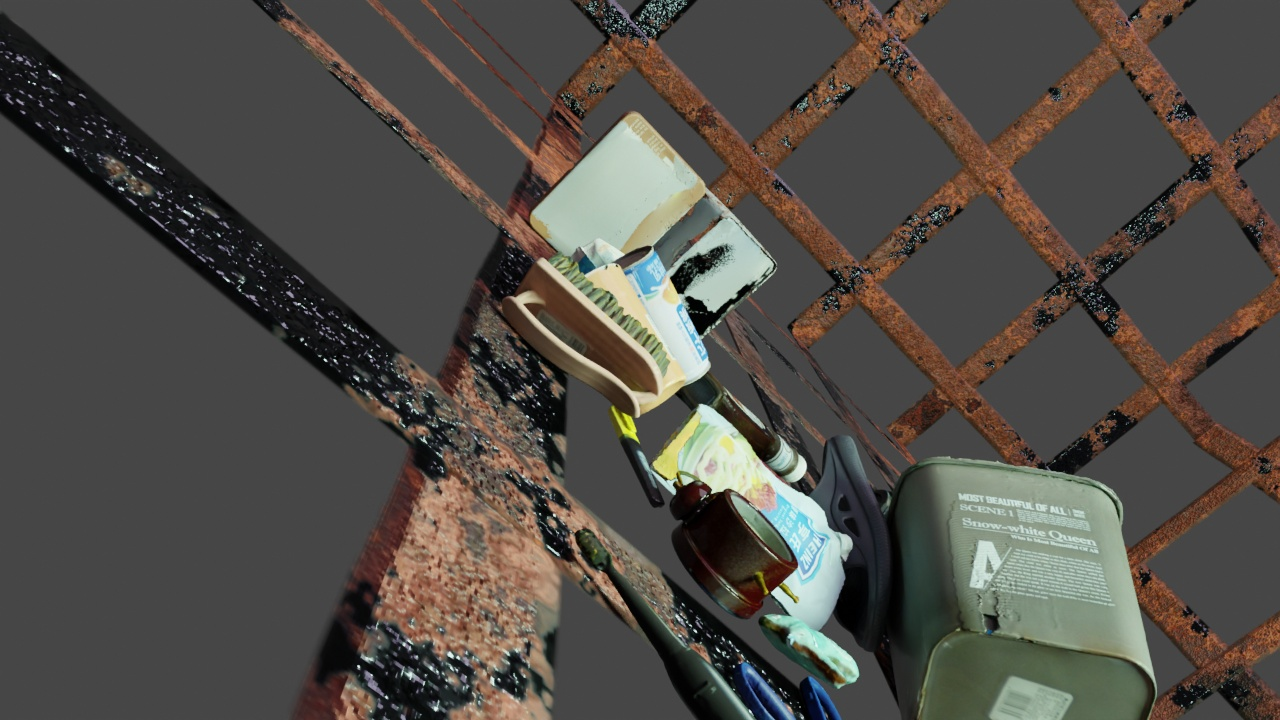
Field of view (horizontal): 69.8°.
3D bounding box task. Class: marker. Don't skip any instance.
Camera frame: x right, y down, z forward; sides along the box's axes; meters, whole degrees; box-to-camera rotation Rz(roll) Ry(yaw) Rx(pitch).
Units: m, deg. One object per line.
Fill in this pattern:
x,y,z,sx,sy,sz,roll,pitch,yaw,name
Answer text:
-0.003,0.072,0.712,0.018,0.015,0.124,33,17,-33,marker

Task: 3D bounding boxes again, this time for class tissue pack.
-0.017,-0.064,0.982,0.140,0.063,0.090,28,24,-53,tissue pack

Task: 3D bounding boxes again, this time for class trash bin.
0.300,0.219,0.752,0.199,0.199,0.219,7,23,12,trash bin

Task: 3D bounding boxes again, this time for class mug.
-0.016,-0.016,0.821,0.122,0.078,0.078,54,14,11,mug

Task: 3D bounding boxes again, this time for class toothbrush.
0.032,0.173,0.485,0.212,0.026,0.027,50,1,15,toothbrush

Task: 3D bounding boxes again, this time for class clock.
0.061,0.127,0.660,0.082,0.055,0.122,30,19,-53,clock

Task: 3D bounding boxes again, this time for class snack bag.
0.097,0.126,0.758,0.191,0.039,0.110,44,37,-1,snack bag

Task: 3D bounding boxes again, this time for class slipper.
0.183,0.170,0.884,0.267,0.083,0.111,-85,174,-60,slipper

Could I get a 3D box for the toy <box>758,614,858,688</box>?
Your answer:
0.123,0.210,0.656,0.092,0.030,0.096,35,-2,-33,toy

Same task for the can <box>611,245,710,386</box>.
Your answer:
0.018,-0.041,0.895,0.134,0.053,0.053,62,7,-19,can

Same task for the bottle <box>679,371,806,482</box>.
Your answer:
0.125,0.083,1.048,0.195,0.044,0.080,39,7,-36,bottle

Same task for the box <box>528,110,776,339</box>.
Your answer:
0.018,-0.142,1.088,0.272,0.178,0.106,40,13,-33,box

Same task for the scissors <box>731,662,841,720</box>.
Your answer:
0.114,0.247,0.562,0.162,0.012,0.175,45,13,-11,scissors

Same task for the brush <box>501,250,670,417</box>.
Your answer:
-0.042,-0.016,0.744,0.145,0.063,0.072,42,46,0,brush

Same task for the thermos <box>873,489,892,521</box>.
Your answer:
0.297,0.225,1.088,0.143,0.093,0.093,52,11,-13,thermos

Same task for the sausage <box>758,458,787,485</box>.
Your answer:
0.160,0.147,1.018,0.156,0.020,0.020,44,13,-15,sausage
